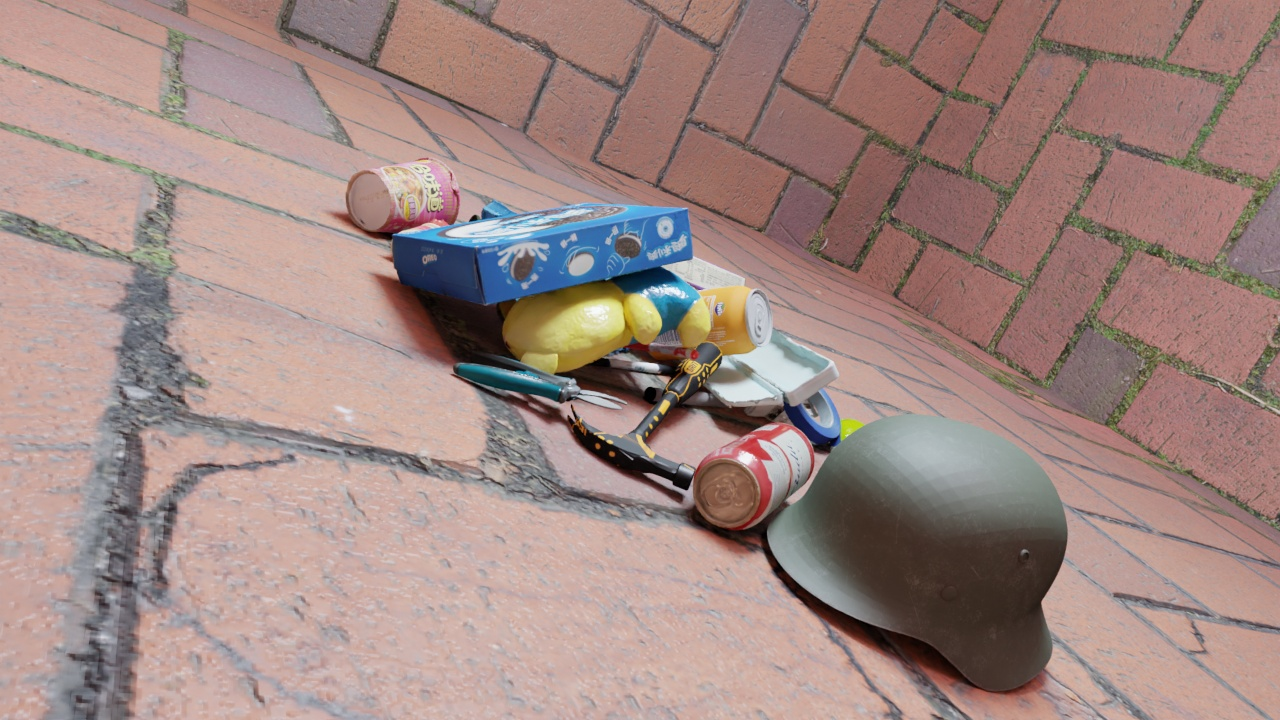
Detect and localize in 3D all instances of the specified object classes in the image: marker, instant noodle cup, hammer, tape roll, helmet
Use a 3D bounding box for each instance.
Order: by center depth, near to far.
[{"bbox_3d":[0.236,0.127,0.741,0.267,0.154,0.227,3,25,-29],"label":"helmet"},{"bbox_3d":[0.027,0.035,0.891,0.123,0.036,0.319,23,21,9],"label":"hammer"},{"bbox_3d":[0.019,-0.012,0.973,0.012,0.013,0.142,17,-2,-31],"label":"marker"},{"bbox_3d":[0.054,0.041,0.995,0.140,0.016,0.016,8,23,-50],"label":"marker"},{"bbox_3d":[-0.006,0.006,1.023,0.152,0.011,0.011,8,24,-49],"label":"marker"},{"bbox_3d":[0.199,0.056,1.078,0.093,0.016,0.091,36,35,-25],"label":"tape roll"},{"bbox_3d":[-0.286,-0.191,1.088,0.098,0.098,0.108,31,24,19],"label":"instant noodle cup"}]

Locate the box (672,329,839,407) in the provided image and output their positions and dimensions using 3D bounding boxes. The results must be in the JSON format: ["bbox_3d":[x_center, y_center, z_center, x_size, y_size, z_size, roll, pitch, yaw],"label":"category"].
[{"bbox_3d":[0.129,0.010,1.064,0.136,0.049,0.197,-16,18,-12],"label":"box"}]

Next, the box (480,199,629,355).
[{"bbox_3d":[-0.115,-0.084,1.063,0.231,0.094,0.101,31,45,17],"label":"box"}]

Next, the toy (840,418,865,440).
[{"bbox_3d":[0.264,0.103,1.097,0.094,0.036,0.093,2,33,-43],"label":"toy"}]

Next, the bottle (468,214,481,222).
[{"bbox_3d":[-0.131,-0.147,1.215,0.206,0.071,0.071,15,19,-35],"label":"bottle"}]

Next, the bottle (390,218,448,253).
[{"bbox_3d":[-0.245,-0.133,1.039,0.044,0.044,0.109,26,16,-1],"label":"bottle"}]

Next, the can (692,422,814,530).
[{"bbox_3d":[0.099,0.096,0.784,0.067,0.067,0.170,31,16,19],"label":"can"}]

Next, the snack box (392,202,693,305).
[{"bbox_3d":[-0.099,-0.113,0.914,0.238,0.056,0.196,-16,18,-33],"label":"snack box"}]

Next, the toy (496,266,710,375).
[{"bbox_3d":[-0.041,-0.045,0.910,0.213,0.084,0.149,-12,19,-28],"label":"toy"}]

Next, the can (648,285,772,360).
[{"bbox_3d":[0.076,-0.043,1.076,0.143,0.079,0.079,-5,-2,32],"label":"can"}]

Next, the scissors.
[{"bbox_3d":[-0.092,0.018,0.792,0.153,0.019,0.128,4,18,-37],"label":"scissors"}]

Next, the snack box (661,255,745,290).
[{"bbox_3d":[0.033,-0.088,1.150,0.143,0.040,0.148,19,-24,-22],"label":"snack box"}]

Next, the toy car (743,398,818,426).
[{"bbox_3d":[0.171,0.059,1.093,0.113,0.039,0.039,6,46,-51],"label":"toy car"}]
